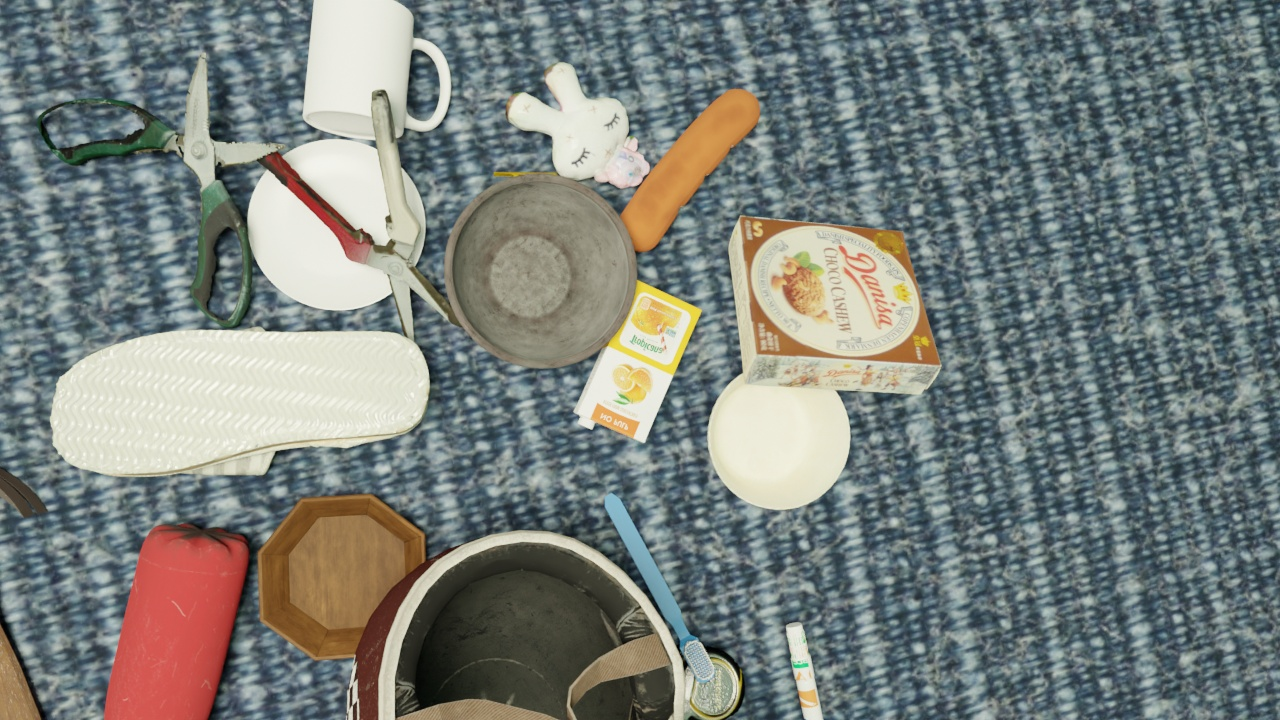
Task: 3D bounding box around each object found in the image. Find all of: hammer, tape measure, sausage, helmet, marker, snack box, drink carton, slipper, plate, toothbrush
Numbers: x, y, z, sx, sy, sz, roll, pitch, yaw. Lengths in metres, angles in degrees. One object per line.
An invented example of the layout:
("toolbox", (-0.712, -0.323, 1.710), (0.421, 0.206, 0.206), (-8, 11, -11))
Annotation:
("hammer", (-0.468, 0.227, 0.673), (0.115, 0.033, 0.323), (-19, 92, -7))
("tape measure", (0.053, 0.264, 0.746), (0.061, 0.034, 0.061), (7, 74, -2))
("sausage", (0.039, -0.159, 0.752), (0.039, 0.044, 0.164), (36, 82, 29))
("helmet", (-0.074, 0.232, 0.618), (0.233, 0.254, 0.233), (-11, 64, -24))
("marker", (0.143, 0.292, 0.768), (0.017, 0.017, 0.145), (-12, 90, -9))
("snack box", (0.150, -0.045, 0.732), (0.147, 0.041, 0.143), (4, 53, -8))
("drink carton", (-0.004, 0.004, 0.742), (0.058, 0.040, 0.122), (24, 85, -7))
("slipper", (-0.295, 0.030, 0.692), (0.272, 0.054, 0.114), (-7, 86, -4))
("plate", (-0.238, -0.106, 0.726), (0.134, 0.011, 0.134), (0, 88, -8))
("plate", (-0.228, 0.166, 0.712), (0.131, 0.025, 0.131), (0, 88, -8))
("toothbrush", (0.014, 0.181, 0.738), (0.016, 0.014, 0.166), (-27, 81, -13))

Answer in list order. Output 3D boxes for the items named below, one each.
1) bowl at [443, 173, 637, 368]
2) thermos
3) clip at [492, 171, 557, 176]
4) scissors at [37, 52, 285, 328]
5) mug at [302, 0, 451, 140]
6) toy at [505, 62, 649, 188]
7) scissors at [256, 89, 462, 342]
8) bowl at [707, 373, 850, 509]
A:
("bowl", (-0.081, -0.067, 0.715), (0.145, 0.067, 0.145), (0, 92, -15))
("thermos", (-0.348, 0.243, 0.668), (0.073, 0.073, 0.240), (13, 87, -8))
("clip", (-0.092, -0.137, 0.735), (0.054, 0.048, 0.046), (0, 129, -10))
("scissors", (-0.362, -0.131, 0.691), (0.205, 0.015, 0.202), (10, 105, 8))
("mug", (-0.200, -0.222, 0.711), (0.110, 0.074, 0.090), (6, 87, -34))
("toy", (-0.045, -0.186, 0.744), (0.122, 0.038, 0.079), (39, 75, -9))
("scissors", (-0.200, -0.110, 0.686), (0.198, 0.015, 0.180), (28, 118, -2))
("bowl", (0.105, 0.060, 0.746), (0.115, 0.062, 0.115), (0, 88, -9))
